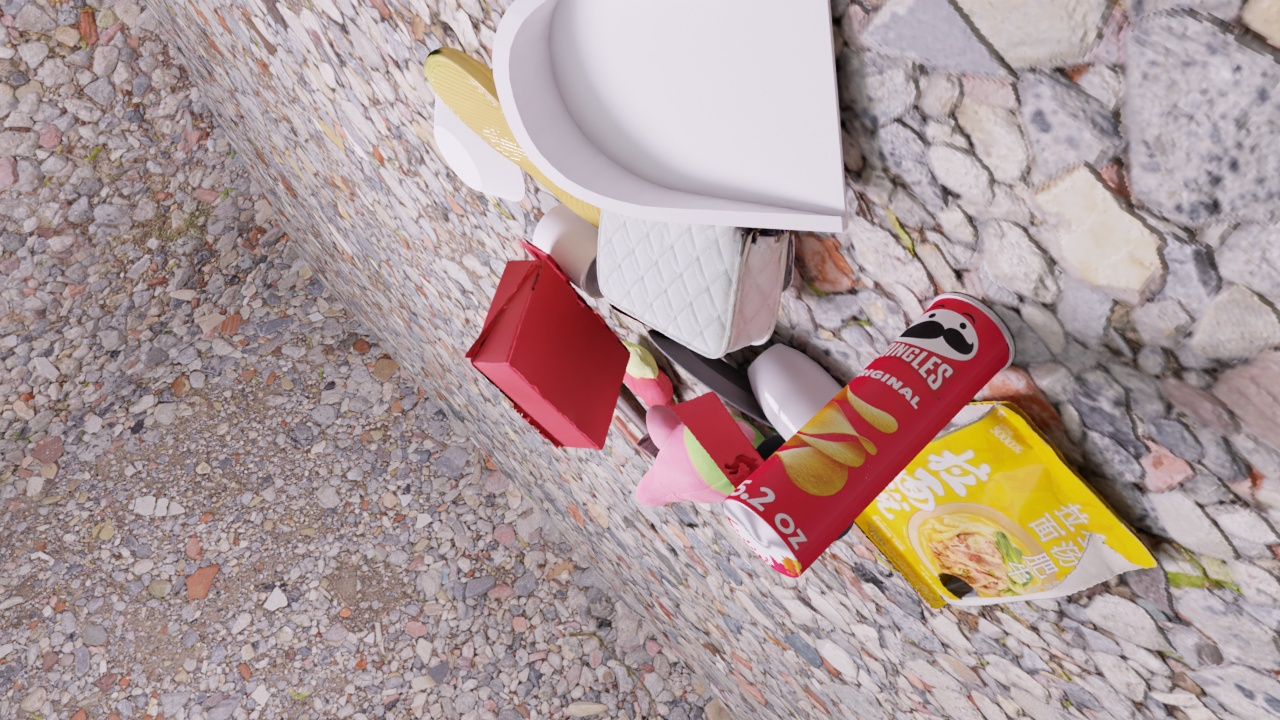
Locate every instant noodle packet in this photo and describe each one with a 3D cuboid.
[{"bbox_3d":[0.270,0.114,0.733,0.163,0.084,0.222,49,155,-2],"label":"instant noodle packet"}]

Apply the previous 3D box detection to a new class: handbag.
[{"bbox_3d":[0.044,-0.095,0.804,0.195,0.072,0.139,32,124,44],"label":"handbag"}]

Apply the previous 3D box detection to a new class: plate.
[{"bbox_3d":[-0.217,-0.265,1.160,0.174,0.036,0.174,43,161,19],"label":"plate"},{"bbox_3d":[0.085,0.016,0.928,0.178,0.012,0.178,33,-170,-7],"label":"plate"}]

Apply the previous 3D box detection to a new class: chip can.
[{"bbox_3d":[0.155,0.047,0.618,0.069,0.220,0.069,43,161,19],"label":"chip can"}]

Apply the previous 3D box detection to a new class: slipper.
[{"bbox_3d":[-0.085,-0.221,0.891,0.263,0.078,0.100,40,168,-26],"label":"slipper"}]

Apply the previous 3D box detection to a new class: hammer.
[{"bbox_3d":[-0.046,0.030,1.271,0.300,0.037,0.217,48,180,23],"label":"hammer"}]

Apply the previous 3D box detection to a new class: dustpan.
[{"bbox_3d":[0.008,-0.183,0.638,0.258,0.053,0.192,17,136,36],"label":"dustpan"}]

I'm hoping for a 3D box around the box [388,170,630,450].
[{"bbox_3d":[-0.161,-0.065,1.083,0.374,0.148,0.213,42,175,39],"label":"box"}]

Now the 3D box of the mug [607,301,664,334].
[{"bbox_3d":[0.015,-0.087,0.936,0.082,0.073,0.106,28,128,48],"label":"mug"}]

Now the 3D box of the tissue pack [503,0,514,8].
[{"bbox_3d":[-0.080,-0.324,0.691,0.181,0.071,0.104,22,146,48],"label":"tissue pack"}]

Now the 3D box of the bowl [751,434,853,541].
[{"bbox_3d":[0.180,0.120,0.947,0.124,0.052,0.124,25,129,34],"label":"bowl"}]

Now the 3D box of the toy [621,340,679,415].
[{"bbox_3d":[0.010,0.028,1.190,0.092,0.045,0.135,34,160,50],"label":"toy"}]

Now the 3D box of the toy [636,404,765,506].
[{"bbox_3d":[0.075,0.126,1.096,0.192,0.096,0.237,39,139,-17],"label":"toy"}]

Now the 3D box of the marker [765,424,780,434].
[{"bbox_3d":[0.192,0.113,0.986,0.146,0.017,0.017,44,161,16],"label":"marker"}]

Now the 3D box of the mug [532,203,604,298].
[{"bbox_3d":[-0.056,-0.118,1.040,0.090,0.074,0.110,39,-176,31],"label":"mug"}]

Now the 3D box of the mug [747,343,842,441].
[{"bbox_3d":[0.150,0.033,0.869,0.089,0.071,0.107,50,-170,20],"label":"mug"}]
